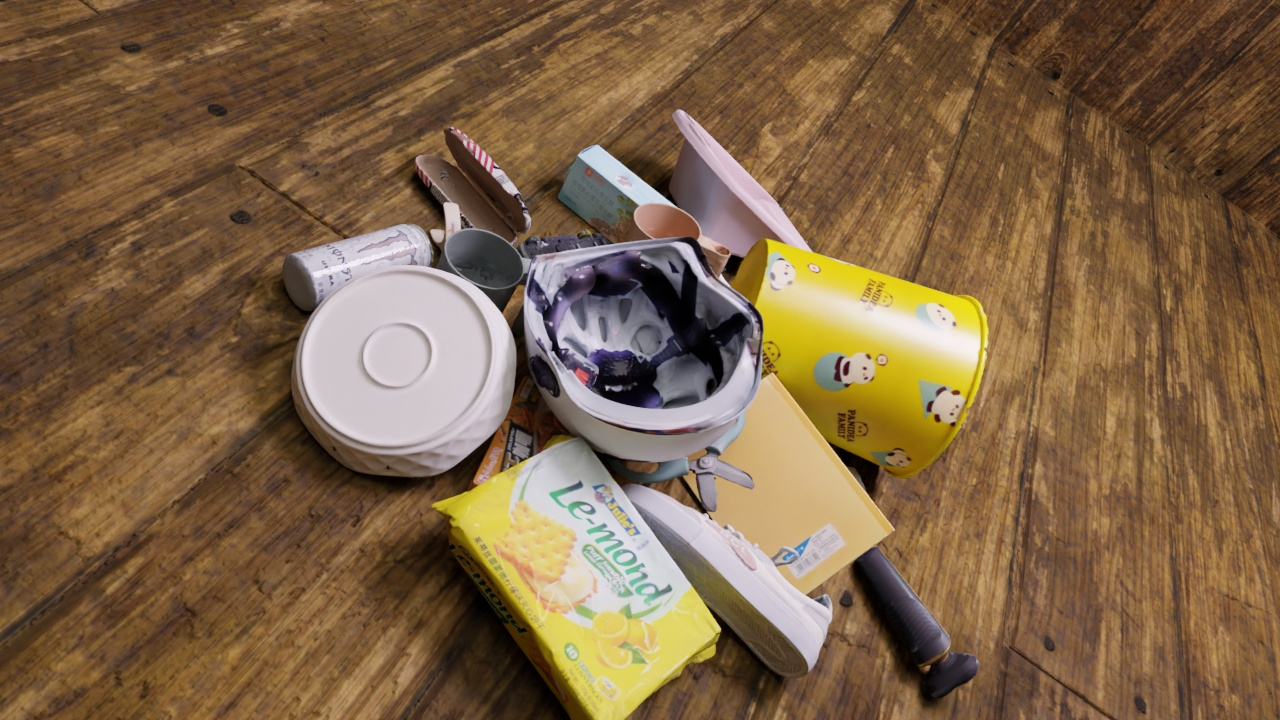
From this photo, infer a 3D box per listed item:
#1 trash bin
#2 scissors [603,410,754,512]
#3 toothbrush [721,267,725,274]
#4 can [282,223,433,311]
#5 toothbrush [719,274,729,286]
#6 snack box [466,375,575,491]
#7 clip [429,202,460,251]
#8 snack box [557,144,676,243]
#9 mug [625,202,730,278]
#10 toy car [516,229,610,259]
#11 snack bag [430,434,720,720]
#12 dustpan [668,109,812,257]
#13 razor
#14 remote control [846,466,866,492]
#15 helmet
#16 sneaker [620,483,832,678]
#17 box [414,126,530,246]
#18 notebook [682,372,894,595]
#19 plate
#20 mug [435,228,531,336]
[{"bbox_3d":[0.226,-0.012,1.068,0.255,0.230,0.229,20,43,-7],"label":"trash bin"},{"bbox_3d":[0.035,0.086,0.943,0.181,0.019,0.170,-6,50,5],"label":"scissors"},{"bbox_3d":[0.065,-0.085,1.181,0.018,0.014,0.188,37,42,8],"label":"toothbrush"},{"bbox_3d":[-0.286,-0.097,0.935,0.058,0.058,0.146,48,43,15],"label":"can"},{"bbox_3d":[0.077,-0.133,1.205,0.026,0.026,0.221,-10,50,-46],"label":"toothbrush"},{"bbox_3d":[-0.108,0.086,0.900,0.075,0.026,0.153,27,42,-7],"label":"snack box"},{"bbox_3d":[-0.207,-0.124,1.018,0.034,0.066,0.099,0,63,-32],"label":"clip"},{"bbox_3d":[-0.019,-0.194,1.184,0.175,0.074,0.051,39,42,6],"label":"snack box"},{"bbox_3d":[0.036,-0.116,1.111,0.124,0.104,0.084,27,41,5],"label":"mug"},{"bbox_3d":[-0.090,-0.121,1.093,0.120,0.045,0.053,-8,54,-30],"label":"toy car"},{"bbox_3d":[-0.055,0.191,0.787,0.157,0.068,0.246,-28,77,-42],"label":"snack bag"},{"bbox_3d":[0.151,-0.238,1.262,0.273,0.139,0.222,5,36,-26],"label":"dustpan"},{"bbox_3d":[0.283,0.269,0.965,0.067,0.062,0.167,29,24,-55],"label":"razor"},{"bbox_3d":[0.193,0.141,1.044,0.150,0.021,0.058,9,47,-27],"label":"remote control"},{"bbox_3d":[-0.005,0.005,0.904,0.228,0.146,0.258,-15,56,-23],"label":"helmet"},{"bbox_3d":[0.083,0.188,0.876,0.242,0.090,0.090,40,50,4],"label":"sneaker"},{"bbox_3d":[-0.203,-0.195,1.085,0.087,0.076,0.163,-40,76,-17],"label":"box"},{"bbox_3d":[0.138,0.133,0.945,0.206,0.146,0.010,54,5,22],"label":"notebook"},{"bbox_3d":[-0.215,0.002,0.828,0.205,0.046,0.204,1,70,-3],"label":"plate"},{"bbox_3d":[-0.159,-0.068,0.955,0.123,0.104,0.083,9,47,-27],"label":"mug"}]
